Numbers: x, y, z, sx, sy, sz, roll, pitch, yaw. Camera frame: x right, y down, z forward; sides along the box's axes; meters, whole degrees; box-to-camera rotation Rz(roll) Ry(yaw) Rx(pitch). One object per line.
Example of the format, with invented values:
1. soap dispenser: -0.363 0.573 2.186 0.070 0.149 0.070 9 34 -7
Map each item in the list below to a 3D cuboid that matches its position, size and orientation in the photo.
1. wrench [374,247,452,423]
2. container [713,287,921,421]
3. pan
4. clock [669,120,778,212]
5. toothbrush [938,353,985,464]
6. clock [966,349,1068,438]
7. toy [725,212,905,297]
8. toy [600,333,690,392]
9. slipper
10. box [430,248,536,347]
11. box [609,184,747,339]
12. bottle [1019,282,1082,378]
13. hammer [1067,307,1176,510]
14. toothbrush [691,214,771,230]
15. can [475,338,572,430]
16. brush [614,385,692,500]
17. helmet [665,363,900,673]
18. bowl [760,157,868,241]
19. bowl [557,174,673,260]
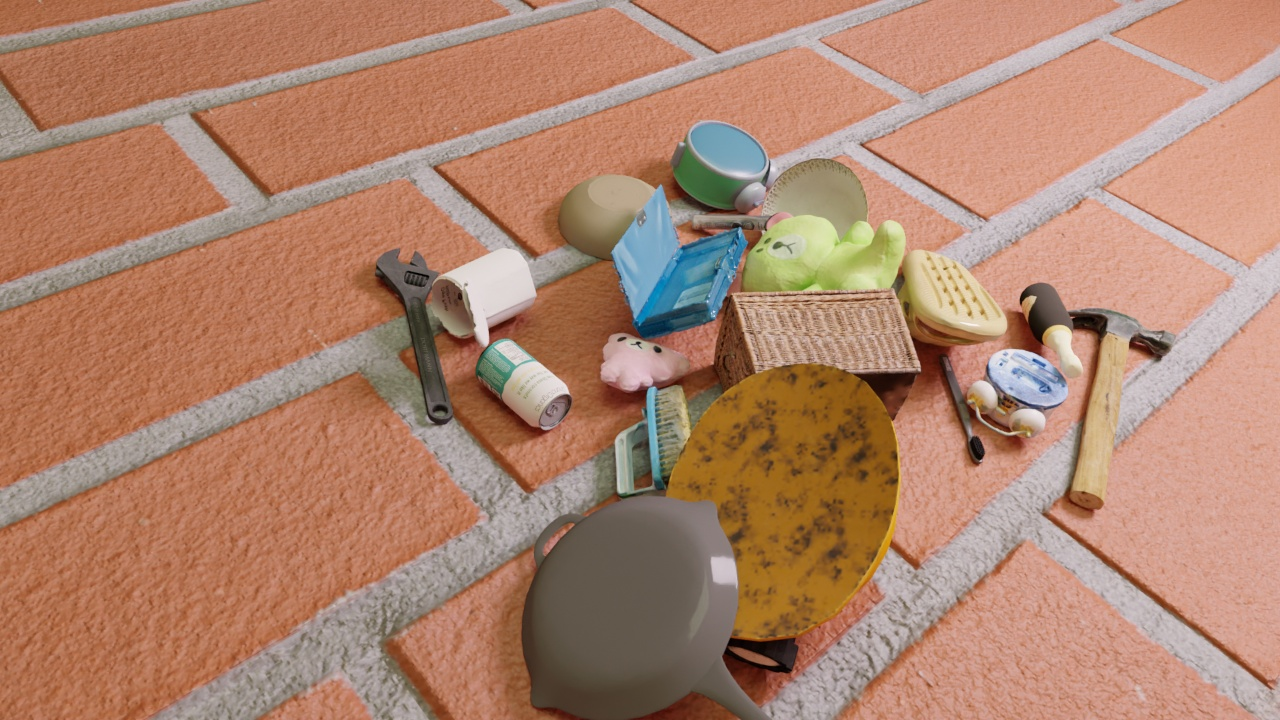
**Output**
1. wrench: -0.243 -0.035 1.012 0.073 0.018 0.273 -2 46 -24
2. container: 0.184 0.003 0.975 0.198 0.114 0.112 -2 50 -8
3. pan: 0.024 0.216 0.705 0.216 0.024 0.355 -47 47 -13
4. clock: 0.126 -0.257 1.265 0.161 0.076 0.121 32 46 5
5. toothbrush: 0.359 0.049 1.029 0.013 0.013 0.167 5 42 -4
6. clock: 0.415 0.040 1.018 0.089 0.052 0.125 35 50 24
7. toy: 0.210 -0.107 1.087 0.197 0.107 0.150 16 67 51
8. toy: -0.006 0.006 0.981 0.099 0.053 0.095 22 31 19
9. slipper: 0.361 -0.061 1.100 0.111 0.079 0.260 15 26 2
10. box: -0.164 -0.067 0.983 0.136 0.084 0.146 9 30 42
11. box: 0.048 -0.127 1.037 0.094 0.112 0.230 -12 24 23
12. bottle: 0.488 -0.033 1.080 0.045 0.045 0.184 12 31 3
13. hammer: 0.528 0.044 1.048 0.132 0.033 0.329 25 47 13
14. toothbrush: 0.155 -0.176 1.176 0.186 0.022 0.024 7 36 24
15. can: -0.121 0.024 0.945 0.101 0.055 0.054 37 51 26
16. brush: 0.013 0.081 0.913 0.075 0.055 0.135 -13 44 9
17. helmet: 0.138 0.141 0.808 0.206 0.131 0.254 3 59 35
18. bowl: 0.232 -0.180 1.183 0.145 0.145 0.063 39 14 27
19. bowl: -0.030 -0.196 1.187 0.152 0.051 0.152 5 44 -5
